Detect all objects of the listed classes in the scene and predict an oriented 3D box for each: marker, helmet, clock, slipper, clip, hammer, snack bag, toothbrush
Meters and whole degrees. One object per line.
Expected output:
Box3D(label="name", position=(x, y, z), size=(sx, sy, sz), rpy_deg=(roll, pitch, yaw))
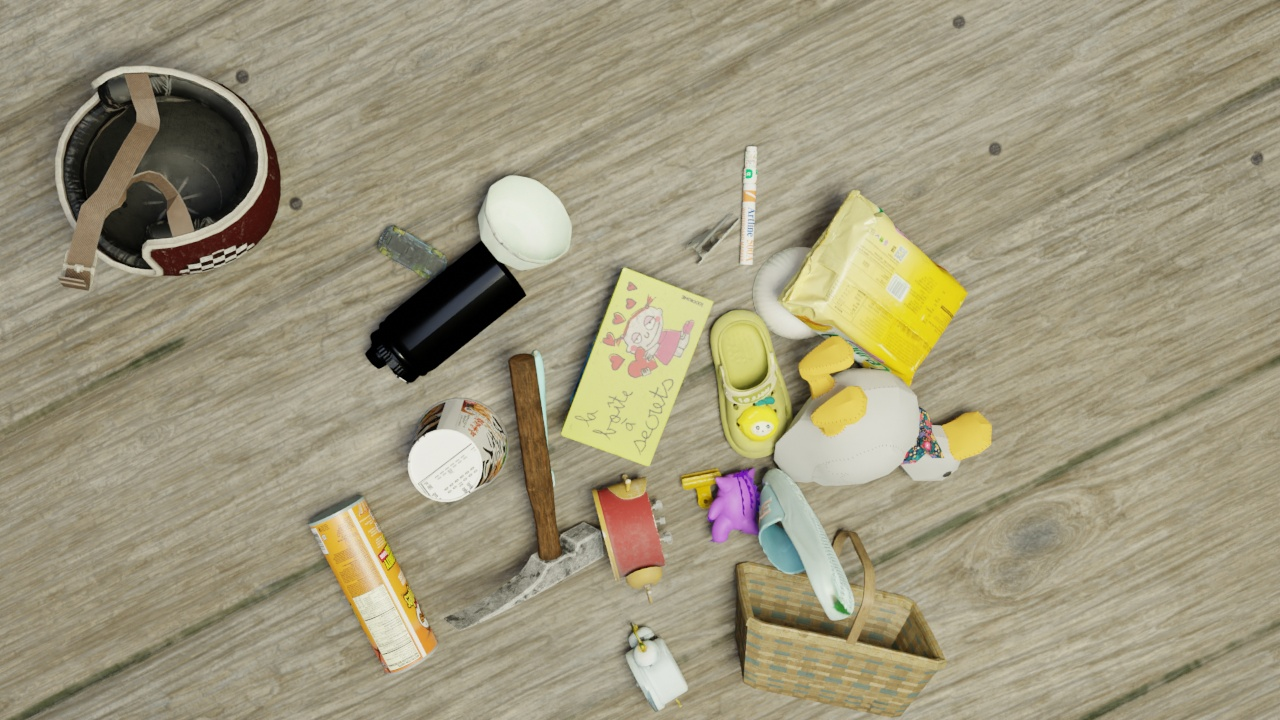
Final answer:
Box3D(label="marker", position=(0.136, -0.193, 1.150), size=(0.017, 0.017, 0.145), rpy_deg=(2, 96, -3))
Box3D(label="helmet", position=(-0.516, -0.196, 1.003), size=(0.233, 0.254, 0.233), rpy_deg=(-17, 91, -25))
Box3D(label="clock", position=(0.013, 0.390, 1.177), size=(0.057, 0.083, 0.117), rpy_deg=(-29, 100, -5))
Box3D(label="slipper", position=(0.181, 0.216, 1.083), size=(0.074, 0.245, 0.104), rpy_deg=(-30, 116, 7))
Box3D(label="clip", position=(0.078, -0.149, 1.136), size=(0.056, 0.101, 0.046), rpy_deg=(-29, 103, 44))
Box3D(label="clip", position=(0.081, 0.165, 1.189), size=(0.054, 0.044, 0.049), rpy_deg=(-12, 132, -2))
Box3D(label="slipper", position=(0.141, 0.030, 1.144), size=(0.091, 0.081, 0.190), rpy_deg=(-13, 95, -4))
Box3D(label="clock", position=(-0.002, 0.223, 1.140), size=(0.081, 0.117, 0.159), rpy_deg=(-15, 89, -5))
Box3D(label="hammer", position=(-0.150, 0.146, 1.071), size=(0.217, 0.037, 0.301), rpy_deg=(-23, 117, -37))
Box3D(label="snack bag", position=(0.290, -0.078, 1.101), size=(0.247, 0.068, 0.159), rpy_deg=(30, 92, -34))
Box3D(label="toothbrush", position=(-0.124, 0.077, 1.171), size=(0.016, 0.016, 0.180), rpy_deg=(-6, 95, -1))

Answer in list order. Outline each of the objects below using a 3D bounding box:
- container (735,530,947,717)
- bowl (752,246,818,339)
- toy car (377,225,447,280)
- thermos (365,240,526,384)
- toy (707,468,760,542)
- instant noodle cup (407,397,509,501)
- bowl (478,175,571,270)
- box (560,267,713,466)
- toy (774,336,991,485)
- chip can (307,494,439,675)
Box3D(label="container", position=(0.245, 0.315, 1.144), size=(0.250, 0.157, 0.186), rpy_deg=(13, 107, -4))
Box3D(label="bowl", position=(0.203, -0.083, 1.142), size=(0.118, 0.062, 0.118), rpy_deg=(0, 96, -2))
Box3D(label="toy car", position=(-0.280, -0.132, 1.135), size=(0.090, 0.027, 0.038), rpy_deg=(30, 91, -4))
Box3D(label="thermos", position=(-0.243, -0.050, 1.116), size=(0.198, 0.086, 0.086), rpy_deg=(-38, 96, 2))
Box3D(label="toy", position=(0.125, 0.182, 1.162), size=(0.105, 0.056, 0.088), rpy_deg=(-7, 89, -41))
Box3D(label="instant noodle cup", position=(-0.228, 0.115, 1.117), size=(0.123, 0.121, 0.123), rpy_deg=(0, 96, -2))
Box3D(label="bowl", position=(-0.147, -0.158, 1.109), size=(0.117, 0.117, 0.061), rpy_deg=(51, 136, -6))
Box3D(label="box", position=(-0.007, 0.007, 1.136), size=(0.124, 0.082, 0.221), rpy_deg=(23, 94, -5))
Box3D(label="toy", position=(0.281, 0.089, 1.120), size=(0.247, 0.140, 0.267), rpy_deg=(-27, 136, 24))
Box3D(label="chip can", position=(-0.335, 0.282, 1.155), size=(0.075, 0.075, 0.215), rpy_deg=(-25, 96, 0))
